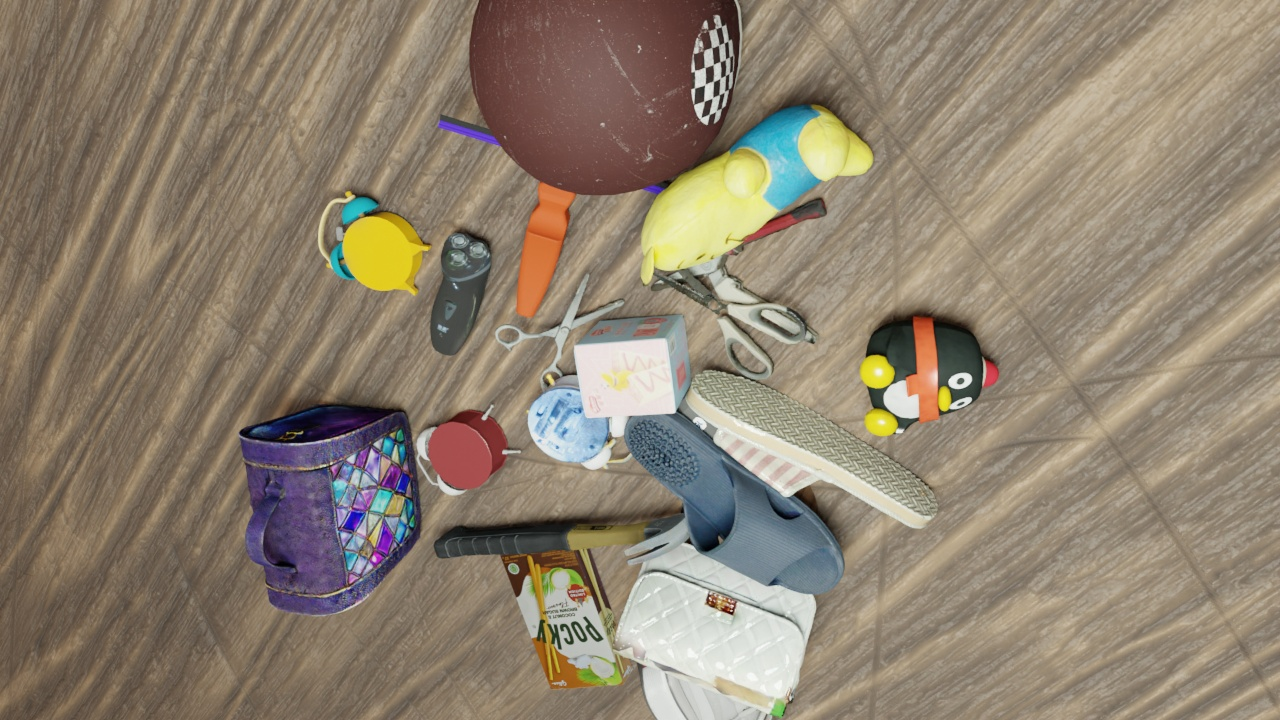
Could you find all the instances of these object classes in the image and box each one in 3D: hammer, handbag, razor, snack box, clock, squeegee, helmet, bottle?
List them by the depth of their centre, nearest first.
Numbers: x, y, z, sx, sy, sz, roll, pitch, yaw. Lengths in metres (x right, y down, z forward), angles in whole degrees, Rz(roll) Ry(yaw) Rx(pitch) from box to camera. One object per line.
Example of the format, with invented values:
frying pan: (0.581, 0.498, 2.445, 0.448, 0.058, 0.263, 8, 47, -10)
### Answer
helmet: (-0.018, -0.266, 0.790, 0.234, 0.252, 0.234, 2, 116, 31)
snack box: (-0.005, 0.005, 0.926, 0.095, 0.092, 0.079, -4, 107, 14)
squeegee: (-0.097, -0.129, 0.940, 0.249, 0.055, 0.185, 16, 117, -5)
bottle: (0.088, 0.072, 0.944, 0.112, 0.046, 0.047, 41, 117, 4)
handbag: (0.079, 0.273, 0.960, 0.195, 0.138, 0.072, 15, 154, 16)
clock: (-0.060, 0.070, 0.993, 0.125, 0.051, 0.089, 32, 116, -3)
razor: (-0.201, -0.068, 0.996, 0.053, 0.063, 0.141, 25, 114, 12)
clock: (-0.301, -0.128, 1.027, 0.129, 0.043, 0.099, 26, 115, 3)
hammer: (-0.096, 0.200, 1.032, 0.334, 0.117, 0.025, -9, 102, 29)
handbag: (-0.363, 0.162, 1.048, 0.126, 0.221, 0.205, 4, 108, 20)
clock: (-0.208, 0.107, 1.069, 0.125, 0.044, 0.087, -27, 97, 26)
snack box: (-0.088, 0.302, 1.097, 0.101, 0.031, 0.186, -13, 103, 24)

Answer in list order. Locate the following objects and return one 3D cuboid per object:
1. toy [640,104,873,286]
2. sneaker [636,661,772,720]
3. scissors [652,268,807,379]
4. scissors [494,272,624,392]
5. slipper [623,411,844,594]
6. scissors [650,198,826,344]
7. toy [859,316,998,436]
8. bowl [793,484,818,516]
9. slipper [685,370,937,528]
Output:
toy: (0.089, -0.150, 0.807, 0.214, 0.148, 0.084, -29, 86, 22)
sneaker: (0.111, 0.408, 1.034, 0.129, 0.096, 0.263, -33, 105, 3)
scissors: (0.091, -0.049, 0.903, 0.154, 0.012, 0.163, -9, 117, 32)
scissors: (-0.082, -0.020, 0.986, 0.141, 0.014, 0.165, -7, 124, 1)
slipper: (0.078, 0.153, 0.912, 0.263, 0.082, 0.101, 40, 130, 7)
scissors: (0.107, -0.083, 0.901, 0.200, 0.015, 0.179, -28, 96, 27)
toy: (0.261, 0.008, 0.828, 0.119, 0.099, 0.098, -4, 128, 16)
bowl: (0.125, 0.162, 0.968, 0.119, 0.032, 0.119, 7, 110, 19)
slipper: (0.160, 0.094, 0.889, 0.263, 0.114, 0.052, 28, 116, 4)
